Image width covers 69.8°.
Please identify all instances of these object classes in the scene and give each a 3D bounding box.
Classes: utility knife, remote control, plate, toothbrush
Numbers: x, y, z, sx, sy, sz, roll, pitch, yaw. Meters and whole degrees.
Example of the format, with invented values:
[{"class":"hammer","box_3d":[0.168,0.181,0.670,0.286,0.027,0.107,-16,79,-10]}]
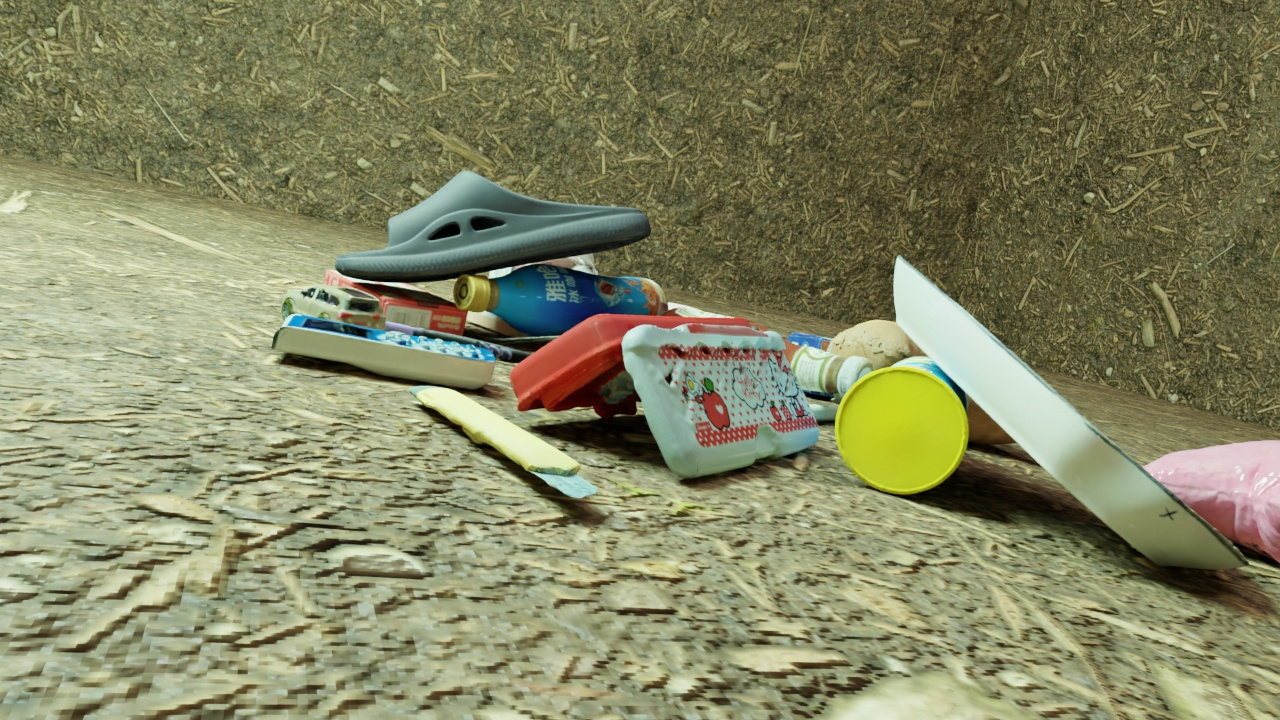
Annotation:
[{"class":"utility knife","box_3d":[-0.065,0.032,0.415,0.031,0.019,0.179,3,5,-33]},{"class":"remote control","box_3d":[-0.150,-0.005,0.544,0.125,0.024,0.049,11,7,-16]},{"class":"plate","box_3d":[0.230,0.029,0.539,0.162,0.034,0.265,32,17,-32]},{"class":"toothbrush","box_3d":[0.123,0.037,0.705,0.189,0.029,0.020,6,52,-50]},{"class":"toothbrush","box_3d":[-0.117,-0.008,0.676,0.189,0.014,0.016,12,19,4]}]

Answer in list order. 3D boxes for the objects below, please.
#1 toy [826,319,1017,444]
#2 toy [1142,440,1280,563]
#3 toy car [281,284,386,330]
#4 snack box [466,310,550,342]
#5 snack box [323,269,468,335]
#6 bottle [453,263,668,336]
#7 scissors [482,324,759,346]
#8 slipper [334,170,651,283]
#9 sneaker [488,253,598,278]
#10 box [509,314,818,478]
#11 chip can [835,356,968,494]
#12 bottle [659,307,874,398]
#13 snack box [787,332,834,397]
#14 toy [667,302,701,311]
[{"class":"toy","box_3d":[0.265,0.031,0.783,0.226,0.082,0.143,22,0,1]},{"class":"toy","box_3d":[0.391,0.085,0.566,0.178,0.074,0.194,11,3,10]},{"class":"toy car","box_3d":[-0.215,-0.036,0.641,0.090,0.035,0.042,15,6,41]},{"class":"snack box","box_3d":[-0.085,-0.037,0.904,0.084,0.026,0.157,19,10,43]},{"class":"snack box","box_3d":[-0.216,-0.051,0.798,0.075,0.025,0.153,7,8,-37]},{"class":"bottle","box_3d":[-0.068,-0.051,0.813,0.218,0.065,0.065,3,11,-46]},{"class":"scissors","box_3d":[-0.018,-0.019,0.728,0.188,0.015,0.225,-1,-1,-22]},{"class":"slipper","box_3d":[-0.125,-0.118,0.784,0.268,0.083,0.111,-10,2,-15]},{"class":"sneaker","box_3d":[-0.088,-0.092,1.033,0.088,0.118,0.240,-4,9,14]},{"class":"box","box_3d":[0.024,0.027,0.538,0.095,0.100,0.200,-30,-14,27]},{"class":"chip can","box_3d":[0.178,0.035,0.603,0.071,0.071,0.210,15,7,19]},{"class":"bottle","box_3d":[0.097,-0.003,0.764,0.206,0.060,0.059,14,6,43]},{"class":"snack box","box_3d":[0.243,0.017,0.922,0.207,0.058,0.057,9,5,-23]},{"class":"toy","box_3d":[0.031,-0.041,1.027,0.121,0.054,0.159,10,10,-31]}]
